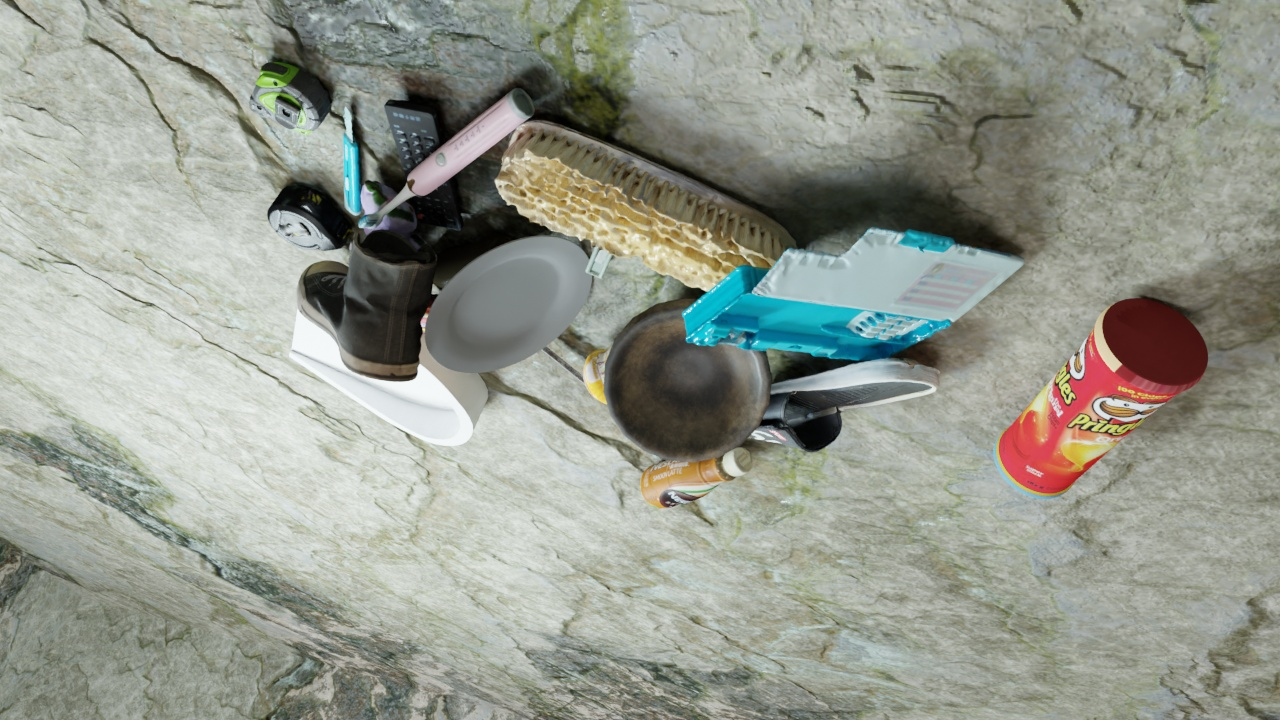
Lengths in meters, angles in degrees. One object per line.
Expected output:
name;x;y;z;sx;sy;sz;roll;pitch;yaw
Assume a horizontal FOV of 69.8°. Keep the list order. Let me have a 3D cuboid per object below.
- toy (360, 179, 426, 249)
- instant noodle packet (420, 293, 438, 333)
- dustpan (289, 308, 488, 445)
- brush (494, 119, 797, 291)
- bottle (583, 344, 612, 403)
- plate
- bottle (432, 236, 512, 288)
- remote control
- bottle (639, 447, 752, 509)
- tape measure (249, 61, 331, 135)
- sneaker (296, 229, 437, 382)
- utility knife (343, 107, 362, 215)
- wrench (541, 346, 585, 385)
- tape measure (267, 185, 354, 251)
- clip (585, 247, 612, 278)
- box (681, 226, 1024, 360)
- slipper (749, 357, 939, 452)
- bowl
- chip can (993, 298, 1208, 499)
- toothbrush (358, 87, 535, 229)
toy;-0.243;-0.135;0.907;0.080;0.036;0.100;36;156;-5
instant noodle packet;-0.197;-0.036;1.003;0.099;0.039;0.135;11;165;27
dustpan;-0.323;0.021;1.157;0.257;0.053;0.192;26;146;-10
brush;0.007;-0.123;0.789;0.271;0.056;0.083;23;146;-7
bottle;-0.006;0.006;0.977;0.109;0.063;0.063;-21;131;25
plate;-0.128;-0.054;0.893;0.012;0.178;0.179;54;160;29
bottle;-0.199;-0.093;0.946;0.185;0.045;0.045;-4;140;41
remote control;-0.194;-0.179;0.843;0.047;0.022;0.150;13;148;8
bottle;0.070;0.141;1.133;0.059;0.059;0.168;36;142;-24
tape measure;-0.311;-0.230;0.812;0.065;0.035;0.059;27;145;-11
sneaker;-0.273;-0.079;0.908;0.095;0.120;0.235;6;-160;-32
utility knife;-0.276;-0.190;0.873;0.022;0.015;0.141;46;149;16
wrench;-0.086;0.005;1.031;0.273;0.010;0.070;41;176;-27
tape measure;-0.344;-0.145;0.944;0.072;0.042;0.071;0;145;30
clip;-0.033;-0.106;0.862;0.023;0.037;0.075;21;151;-6
box;0.174;-0.052;0.748;0.226;0.039;0.182;5;153;-30
slipper;0.177;0.056;0.931;0.111;0.063;0.265;15;154;-41
bowl;0.046;0.014;0.904;0.162;0.070;0.162;1;110;3
chip can;0.396;0.041;0.811;0.087;0.086;0.214;16;147;4
toothbrush;-0.177;-0.168;0.805;0.223;0.027;0.026;-27;170;33
